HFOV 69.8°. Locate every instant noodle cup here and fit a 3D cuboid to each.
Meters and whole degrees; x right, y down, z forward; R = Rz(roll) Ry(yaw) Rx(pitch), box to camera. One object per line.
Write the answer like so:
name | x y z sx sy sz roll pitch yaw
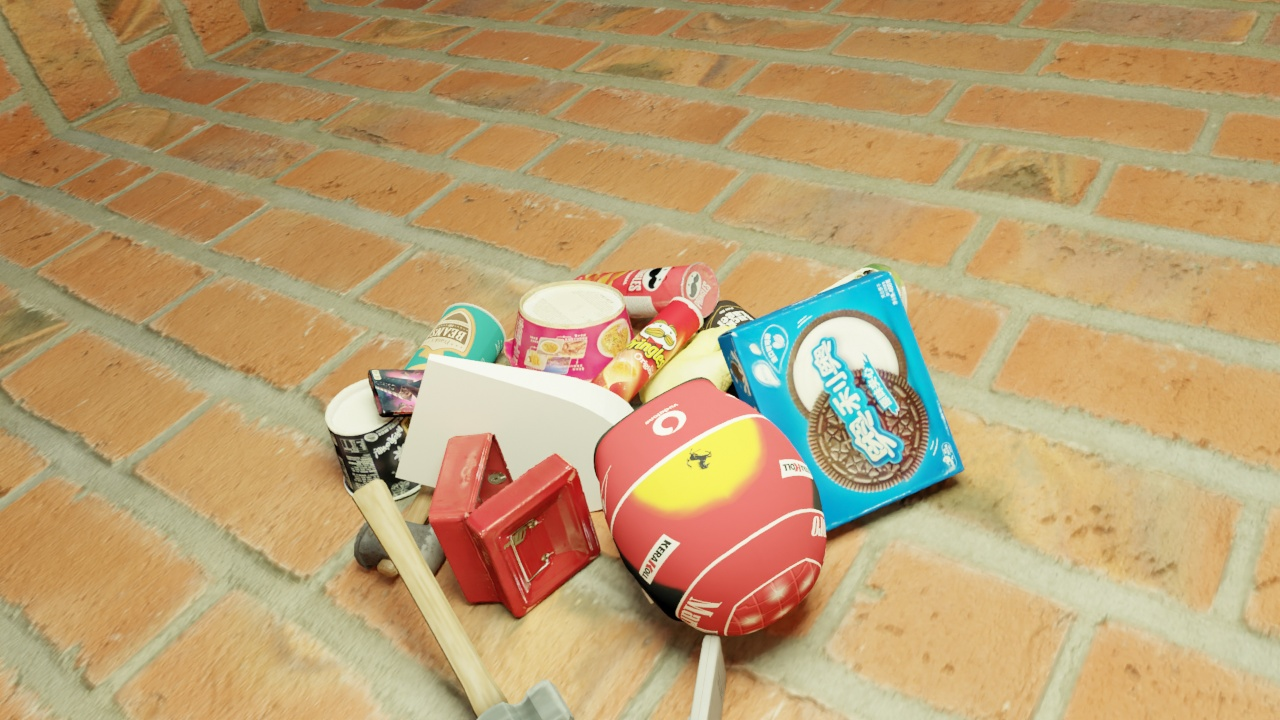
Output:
instant noodle cup | -0.328 0.094 1.159 0.137 0.112 0.137 -8 41 6
instant noodle cup | -0.088 -0.046 1.207 0.178 0.078 0.178 0 29 0

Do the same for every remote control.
remote control | 0.055 0.327 0.814 0.019 0.074 0.150 1 41 14

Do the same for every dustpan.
dustpan | -0.126 0.086 1.036 0.257 0.192 0.053 17 40 -11

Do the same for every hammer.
hammer | -0.237 0.123 1.133 0.098 0.052 0.327 5 46 19
hammer | -0.195 0.251 0.895 0.117 0.051 0.322 -33 66 -10

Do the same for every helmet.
helmet | 0.073 0.155 0.900 0.197 0.271 0.224 -31 64 -9

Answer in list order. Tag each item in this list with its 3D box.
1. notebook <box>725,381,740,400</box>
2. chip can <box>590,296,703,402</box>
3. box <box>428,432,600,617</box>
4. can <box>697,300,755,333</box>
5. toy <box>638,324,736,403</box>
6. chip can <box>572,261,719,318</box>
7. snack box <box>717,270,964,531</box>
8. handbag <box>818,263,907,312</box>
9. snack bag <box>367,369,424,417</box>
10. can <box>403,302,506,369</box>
notebook | 0.144 0.101 1.106 0.148 0.016 0.207 -32 43 -23
chip can | -0.007 0.007 1.123 0.052 0.052 0.214 23 55 35
box | -0.156 0.171 0.990 0.156 0.158 0.146 28 53 36
can | 0.130 -0.026 1.201 0.072 0.072 0.128 -23 32 -13
toy | 0.056 0.020 1.159 0.171 0.064 0.154 -4 49 57
chip can | -0.002 -0.092 1.275 0.233 0.073 0.073 1 37 46
snack box | 0.217 0.046 0.997 0.195 0.239 0.056 -21 2 -11
handbag | 0.230 -0.022 1.120 0.198 0.142 0.096 -28 40 -29
snack bag | -0.256 0.040 1.134 0.155 0.018 0.074 1 43 -36
can | -0.258 0.004 1.257 0.099 0.099 0.143 5 43 20
